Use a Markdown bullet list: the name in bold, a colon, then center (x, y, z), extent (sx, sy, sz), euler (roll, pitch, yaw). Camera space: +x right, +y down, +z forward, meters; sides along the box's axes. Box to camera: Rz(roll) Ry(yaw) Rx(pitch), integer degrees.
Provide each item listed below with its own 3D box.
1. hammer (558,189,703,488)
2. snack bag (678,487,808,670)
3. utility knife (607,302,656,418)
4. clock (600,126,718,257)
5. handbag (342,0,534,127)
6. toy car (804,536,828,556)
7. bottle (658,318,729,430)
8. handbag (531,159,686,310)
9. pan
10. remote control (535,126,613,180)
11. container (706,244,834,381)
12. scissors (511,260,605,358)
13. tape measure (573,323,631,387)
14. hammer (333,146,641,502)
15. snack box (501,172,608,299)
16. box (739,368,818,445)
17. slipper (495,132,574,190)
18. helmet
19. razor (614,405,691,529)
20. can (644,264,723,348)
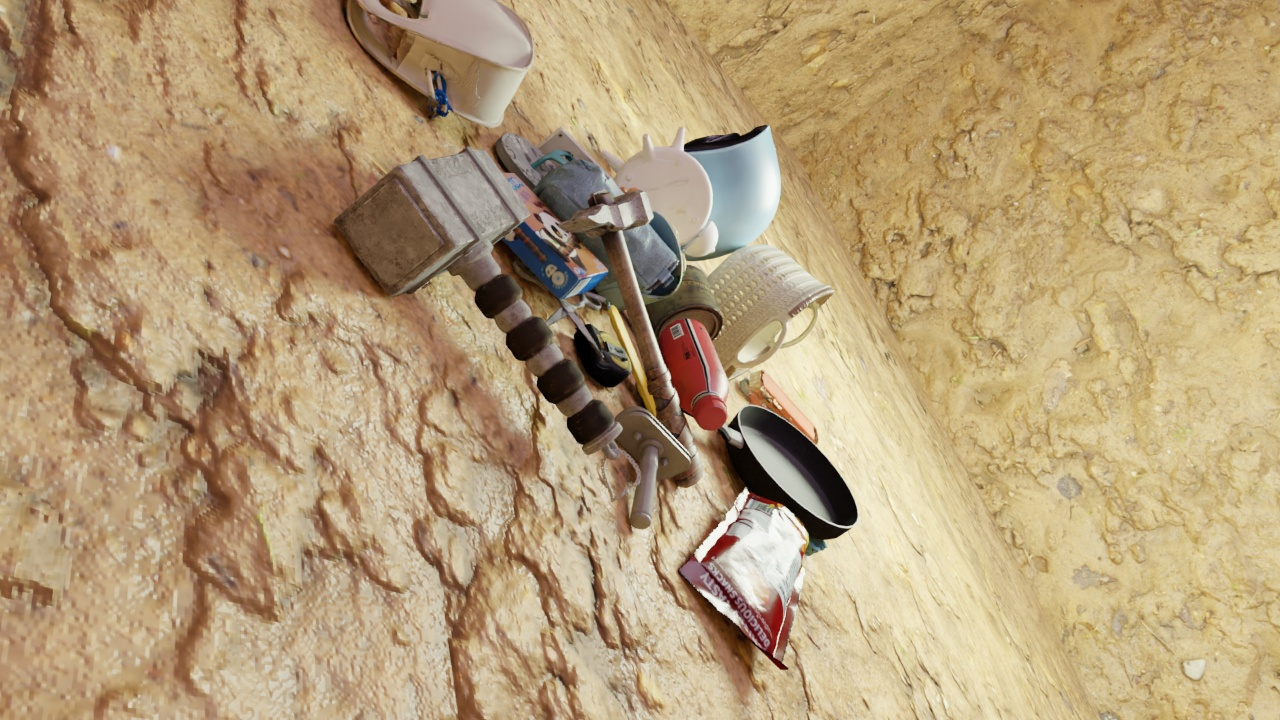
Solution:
- **hammer**: center (0.006, -0.019, 0.941), extent (0.121, 0.049, 0.319), euler (-36, 111, -56)
- **snack bag**: center (0.122, 0.215, 0.947), extent (0.139, 0.067, 0.207), euler (51, 23, 0)
- **utility knife**: center (-0.006, 0.006, 1.004), extent (0.030, 0.017, 0.151), euler (-39, 109, -82)
- **clock**: center (0.026, -0.197, 1.135), extent (0.073, 0.125, 0.161), euler (-117, -170, -81)
- **handbag**: center (-0.223, -0.344, 0.990), extent (0.199, 0.093, 0.200), euler (23, 34, -23)
- **toy car**: center (0.186, 0.203, 1.155), extent (0.107, 0.028, 0.060), euler (52, 22, 25)
- **bottle**: center (0.064, 0.018, 1.047), extent (0.062, 0.062, 0.176), euler (45, 15, -28)
- **handbag**: center (-0.031, -0.147, 1.041), extent (0.192, 0.122, 0.118), euler (49, 67, -14)
- **pan**: center (0.134, 0.113, 1.133), extent (0.355, 0.044, 0.203), euler (28, 26, -31)
- **remote control**: center (-0.077, -0.241, 1.189), extent (0.136, 0.050, 0.011), euler (41, 26, -36)
- **container**: center (0.168, -0.073, 1.322), extent (0.143, 0.185, 0.245), euler (49, 20, 9)
- **scissors**: center (-0.070, -0.055, 0.933), extent (0.141, 0.014, 0.174), euler (44, 21, 12)
- **tape measure**: center (-0.036, -0.003, 0.948), extent (0.061, 0.034, 0.061), euler (30, 29, -45)
- **hammer**: center (-0.099, -0.026, 0.777), extent (0.326, 0.080, 0.176), euler (54, 21, -6)
- **snack box**: center (-0.107, -0.130, 0.942), extent (0.151, 0.034, 0.087), euler (47, 20, 5)
- **box**: center (0.219, 0.075, 1.391), extent (0.186, 0.056, 0.059), euler (42, -7, -38)
- **slipper**: center (-0.075, -0.207, 1.143), extent (0.268, 0.055, 0.098), euler (38, 25, -44)
- **helmet**: center (0.082, -0.226, 1.299), extent (0.266, 0.225, 0.167), euler (-175, -110, -68)
- **razor**: center (0.006, 0.112, 0.873), extent (0.088, 0.047, 0.116), euler (46, 30, -25)
- **can**: center (0.051, -0.063, 1.155), extent (0.090, 0.090, 0.074), euler (34, 29, -46)
